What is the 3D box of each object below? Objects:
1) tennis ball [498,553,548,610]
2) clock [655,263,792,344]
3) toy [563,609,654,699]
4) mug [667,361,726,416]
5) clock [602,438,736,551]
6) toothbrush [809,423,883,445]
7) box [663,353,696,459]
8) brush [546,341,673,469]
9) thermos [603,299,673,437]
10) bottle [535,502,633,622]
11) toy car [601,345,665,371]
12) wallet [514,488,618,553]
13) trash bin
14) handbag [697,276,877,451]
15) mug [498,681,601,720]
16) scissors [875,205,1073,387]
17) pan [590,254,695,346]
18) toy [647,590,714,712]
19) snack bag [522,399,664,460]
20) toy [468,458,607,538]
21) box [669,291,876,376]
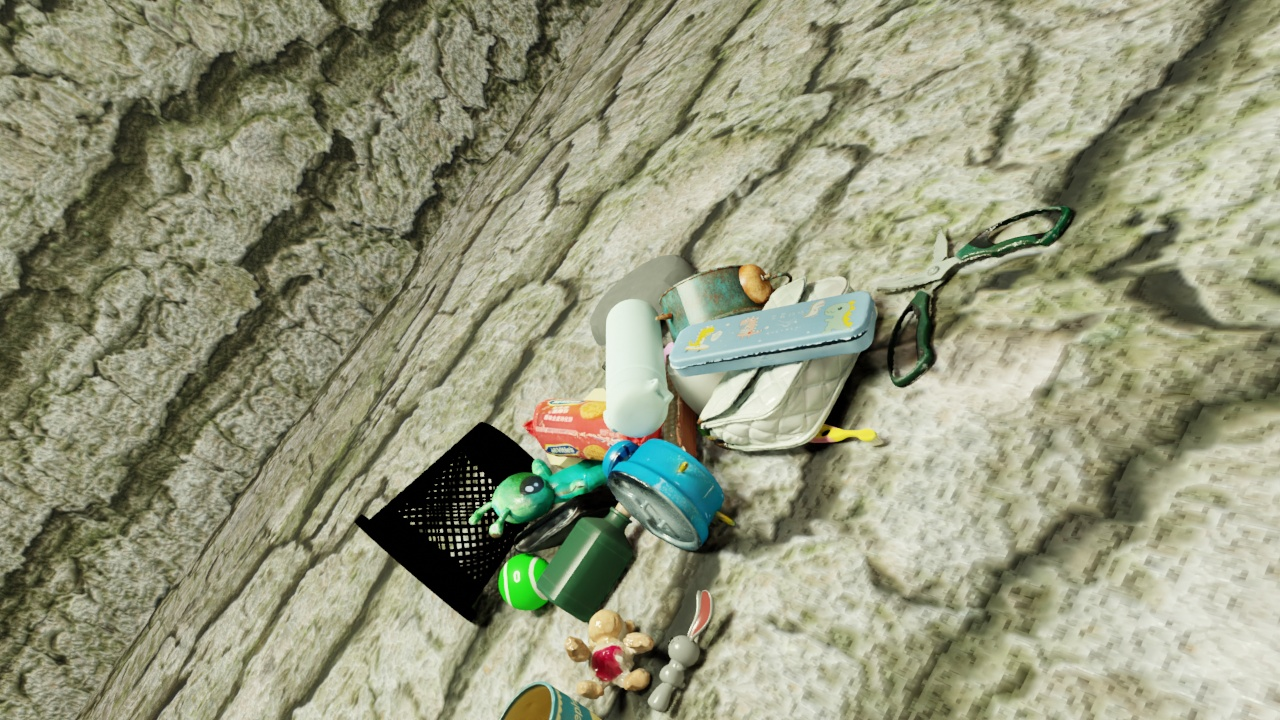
[{"bbox_3d":[-0.132,0.258,1.071,0.065,0.065,0.065,-38,28,24],"label":"tennis ball"},{"bbox_3d":[0.104,-0.061,1.062,0.158,0.121,0.073,-22,76,10],"label":"clock"},{"bbox_3d":[-0.024,0.273,0.883,0.085,0.074,0.106,-15,8,3],"label":"toy"},{"bbox_3d":[0.086,0.010,1.017,0.107,0.089,0.071,-54,25,-7],"label":"mug"},{"bbox_3d":[0.017,0.132,0.939,0.060,0.117,0.162,-49,27,-22],"label":"clock"},{"bbox_3d":[0.181,0.069,0.869,0.021,0.016,0.136,-59,22,-14],"label":"toothbrush"},{"bbox_3d":[0.046,0.066,1.057,0.048,0.085,0.186,-11,35,12],"label":"box"},{"bbox_3d":[-0.034,0.059,1.206,0.229,0.043,0.089,-50,25,3],"label":"brush"},{"bbox_3d":[-0.006,0.006,1.011,0.078,0.065,0.206,-35,26,17],"label":"thermos"},{"bbox_3d":[-0.050,0.212,1.002,0.131,0.061,0.061,-55,28,-9],"label":"bottle"},{"bbox_3d":[-0.009,-0.005,1.254,0.093,0.040,0.037,-31,30,35],"label":"toy car"},{"bbox_3d":[-0.082,0.189,1.071,0.115,0.089,0.026,-38,70,28],"label":"wallet"},{"bbox_3d":[-0.228,0.198,1.196,0.199,0.195,0.196,-49,23,-20],"label":"trash bin"},{"bbox_3d":[0.146,-0.001,0.938,0.139,0.072,0.194,-13,39,56],"label":"handbag"},{"bbox_3d":[-0.069,0.337,0.815,0.084,0.104,0.112,-48,23,5],"label":"mug"},{"bbox_3d":[0.298,-0.066,0.860,0.202,0.015,0.201,-19,42,48],"label":"scissors"},{"bbox_3d":[-0.010,-0.057,1.239,0.179,0.041,0.356,-34,18,17],"label":"pan"},{"bbox_3d":[0.039,0.262,0.825,0.111,0.030,0.049,-61,-2,-16],"label":"toy"},{"bbox_3d":[-0.053,0.086,1.108,0.177,0.082,0.082,2,54,34],"label":"snack bag"},{"bbox_3d":[-0.108,0.159,1.102,0.193,0.072,0.131,-18,13,-25],"label":"toy"},{"bbox_3d":[0.123,-0.028,0.887,0.210,0.037,0.065,-8,43,30],"label":"box"}]
